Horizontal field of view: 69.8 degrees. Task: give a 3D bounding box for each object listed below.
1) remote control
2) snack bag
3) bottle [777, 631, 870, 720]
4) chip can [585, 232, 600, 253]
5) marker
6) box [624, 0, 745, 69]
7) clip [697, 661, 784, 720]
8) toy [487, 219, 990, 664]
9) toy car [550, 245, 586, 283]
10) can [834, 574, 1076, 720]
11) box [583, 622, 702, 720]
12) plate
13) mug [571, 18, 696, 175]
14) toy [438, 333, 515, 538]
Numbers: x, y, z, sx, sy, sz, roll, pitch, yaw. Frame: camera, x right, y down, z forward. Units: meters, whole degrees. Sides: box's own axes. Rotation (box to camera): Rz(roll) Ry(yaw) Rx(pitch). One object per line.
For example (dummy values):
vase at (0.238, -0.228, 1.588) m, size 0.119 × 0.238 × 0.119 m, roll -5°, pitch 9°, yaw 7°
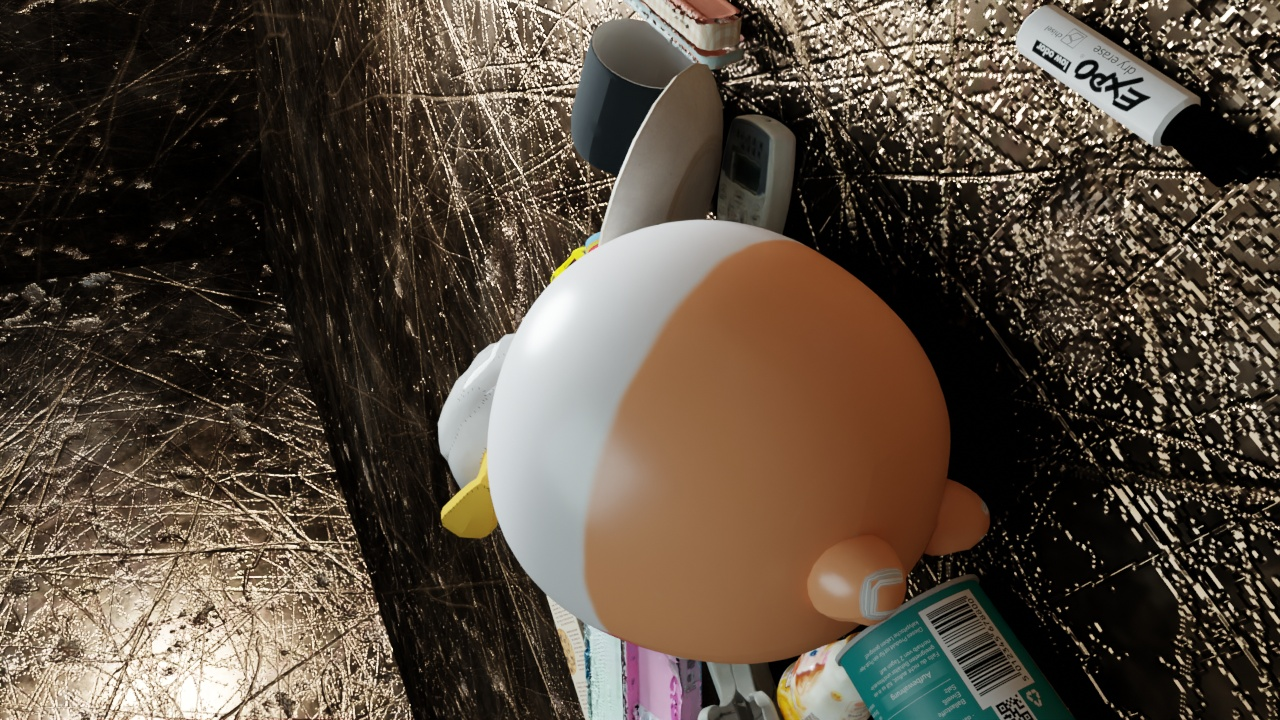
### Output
remote control at (0.081, -0.118, 0.662) m, size 0.060 × 0.028 × 0.114 m, roll 46°, pitch 139°, yaw 44°
snack bag at (-0.015, 0.330, 0.970) m, size 0.070 × 0.094 × 0.206 m, roll -42°, pitch 64°, yaw 60°
bottle at (0.143, 0.233, 0.662) m, size 0.063 × 0.063 × 0.109 m, roll 61°, pitch 148°, yaw 29°
chip can at (-0.005, 0.004, 0.758) m, size 0.087 × 0.087 × 0.213 m, roll 151°, pitch 120°, yaw -62°
marker at (0.218, -0.118, 0.406) m, size 0.126 × 0.025 × 0.025 m, roll 56°, pitch 146°, yaw 35°
box at (0.019, -0.281, 0.690) m, size 0.058 × 0.053 × 0.186 m, roll -46°, pitch 51°, yaw 11°
clip at (0.088, 0.292, 0.741) m, size 0.125 × 0.082 × 0.147 m, roll 68°, pitch -165°, yaw 11°
toy at (0.052, 0.056, 0.550) m, size 0.281 × 0.262 × 0.266 m, roll 25°, pitch 113°, yaw 34°
toy car at (-0.067, -0.084, 0.959) m, size 0.107 × 0.030 × 0.049 m, roll -36°, pitch 68°, yaw 59°
can at (0.192, 0.210, 0.519) m, size 0.144 × 0.099 × 0.099 m, roll 60°, pitch 148°, yaw 30°
box at (-0.005, 0.315, 0.844) m, size 0.159 × 0.035 × 0.230 m, roll 20°, pitch 118°, yaw 48°
plate at (0.024, -0.113, 0.652) m, size 0.027 × 0.188 × 0.189 m, roll 24°, pitch 131°, yaw 14°
mug at (0.000, -0.192, 0.725) m, size 0.121 × 0.085 × 0.095 m, roll 57°, pitch 148°, yaw 23°
toy at (-0.113, 0.048, 0.841) m, size 0.247 × 0.140 × 0.267 m, roll -60°, pitch 25°, yaw 31°
